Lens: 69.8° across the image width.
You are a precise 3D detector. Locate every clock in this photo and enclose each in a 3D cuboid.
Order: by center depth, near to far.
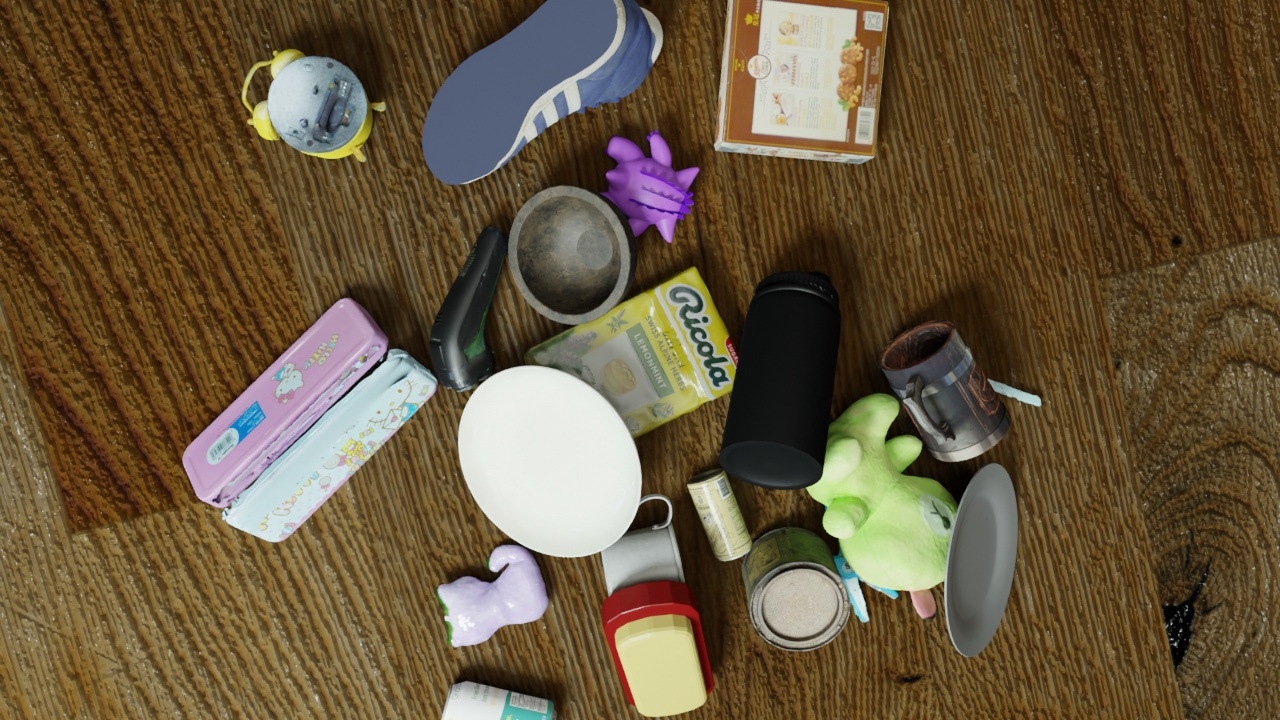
[{"bbox_3d":[-0.288,-0.223,0.799,0.118,0.057,0.083,21,92,-7],"label":"clock"}]

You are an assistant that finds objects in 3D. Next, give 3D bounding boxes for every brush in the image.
[{"bbox_3d":[0.019,0.265,0.819,0.082,0.041,0.174,-11,131,1],"label":"brush"}]

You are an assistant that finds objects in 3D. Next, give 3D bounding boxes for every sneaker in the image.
[{"bbox_3d":[-0.083,-0.246,0.819,0.234,0.118,0.091,-35,88,31],"label":"sneaker"}]

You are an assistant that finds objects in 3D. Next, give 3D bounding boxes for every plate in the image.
[{"bbox_3d":[-0.077,0.087,0.822,0.182,0.034,0.182,8,110,22],"label":"plate"},{"bbox_3d":[0.314,0.183,0.851,0.178,0.012,0.178,-7,99,-49],"label":"plate"}]

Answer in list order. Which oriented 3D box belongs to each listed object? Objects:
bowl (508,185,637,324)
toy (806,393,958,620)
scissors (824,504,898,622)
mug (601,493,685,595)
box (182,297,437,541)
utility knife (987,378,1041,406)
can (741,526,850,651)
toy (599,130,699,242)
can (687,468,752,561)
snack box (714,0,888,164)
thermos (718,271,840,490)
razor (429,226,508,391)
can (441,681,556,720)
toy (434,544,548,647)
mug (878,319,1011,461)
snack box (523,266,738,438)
[{"bbox_3d":[-0.052,-0.097,0.822,0.121,0.056,0.121,7,106,24],"label":"bowl"},{"bbox_3d":[0.222,0.134,0.846,0.149,0.107,0.197,-41,110,-44],"label":"toy"},{"bbox_3d":[0.205,0.188,0.896,0.140,0.013,0.118,32,89,-4],"label":"scissors"},{"bbox_3d":[0.002,0.180,0.839,0.070,0.084,0.113,-11,96,-3],"label":"mug"},{"bbox_3d":[-0.295,0.055,0.832,0.214,0.091,0.090,-45,54,-2],"label":"box"},{"bbox_3d":[0.315,0.017,0.892,0.167,0.015,0.022,21,92,-5],"label":"utility knife"},{"bbox_3d":[0.143,0.211,0.850,0.090,0.074,0.090,0,105,1],"label":"can"},{"bbox_3d":[0.004,-0.155,0.832,0.088,0.056,0.106,20,99,-9],"label":"toy"},{"bbox_3d":[0.075,0.146,0.867,0.038,0.038,0.079,-22,95,-4],"label":"can"},{"bbox_3d":[0.147,-0.261,0.846,0.147,0.041,0.143,4,93,-6],"label":"snack box"},{"bbox_3d":[0.128,0.005,0.807,0.086,0.086,0.198,18,59,-6],"label":"thermos"},{"bbox_3d":[-0.148,-0.045,0.834,0.067,0.054,0.151,22,83,-33],"label":"razor"},{"bbox_3d":[-0.132,0.334,0.851,0.101,0.055,0.055,15,92,-6],"label":"can"},{"bbox_3d":[-0.139,0.217,0.854,0.099,0.036,0.080,-16,85,-9],"label":"toy"},{"bbox_3d":[0.273,0.037,0.834,0.080,0.115,0.107,-23,112,36],"label":"mug"},{"bbox_3d":[-0.005,0.005,0.846,0.181,0.045,0.121,-26,96,-3],"label":"snack box"}]
